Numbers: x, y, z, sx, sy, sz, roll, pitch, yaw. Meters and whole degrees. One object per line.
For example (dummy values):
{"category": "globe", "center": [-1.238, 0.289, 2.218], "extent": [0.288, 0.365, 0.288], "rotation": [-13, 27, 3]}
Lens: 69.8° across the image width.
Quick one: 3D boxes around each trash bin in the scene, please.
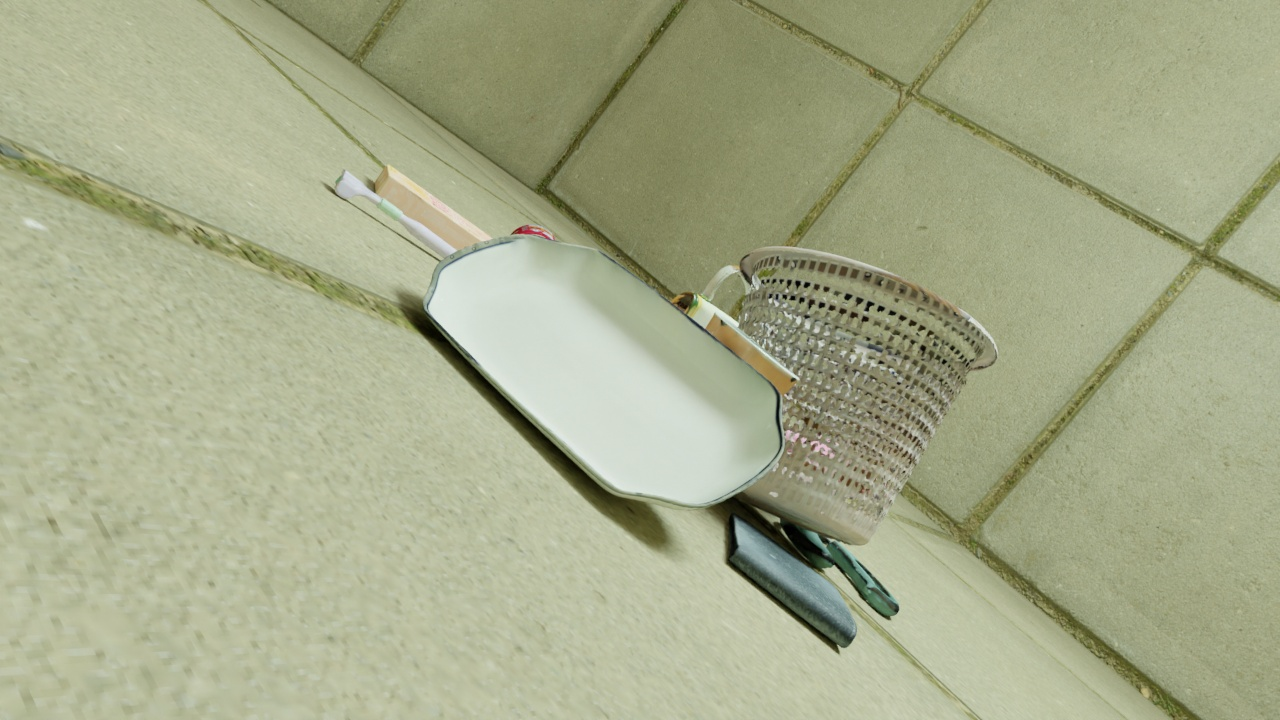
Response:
{"category": "trash bin", "center": [0.154, 0.040, 0.770], "extent": [0.227, 0.192, 0.227], "rotation": [24, -8, 3]}

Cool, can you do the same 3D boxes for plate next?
{"category": "plate", "center": [-0.028, 0.005, 0.604], "extent": [0.266, 0.034, 0.161], "rotation": [39, 44, 24]}

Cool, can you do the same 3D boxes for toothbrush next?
{"category": "toothbrush", "center": [-0.192, -0.107, 0.830], "extent": [0.189, 0.021, 0.029], "rotation": [36, 45, -33]}

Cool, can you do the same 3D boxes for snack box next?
{"category": "snack box", "center": [-0.208, -0.146, 0.973], "extent": [0.157, 0.026, 0.084], "rotation": [36, 7, -25]}

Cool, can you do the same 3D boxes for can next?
{"category": "can", "center": [-0.127, -0.123, 1.078], "extent": [0.066, 0.066, 0.093], "rotation": [37, 7, -14]}

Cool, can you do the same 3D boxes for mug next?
{"category": "mug", "center": [0.048, 0.036, 0.671], "extent": [0.078, 0.123, 0.078], "rotation": [37, 8, -6]}

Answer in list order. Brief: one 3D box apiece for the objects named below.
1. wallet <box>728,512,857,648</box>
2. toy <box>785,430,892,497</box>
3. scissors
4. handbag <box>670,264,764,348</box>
{"category": "wallet", "center": [0.103, 0.151, 0.652], "extent": [0.097, 0.019, 0.120], "rotation": [38, 5, 2]}
{"category": "toy", "center": [0.145, 0.103, 0.954], "extent": [0.194, 0.074, 0.179], "rotation": [19, -5, -36]}
{"category": "scissors", "center": [0.166, 0.169, 0.865], "extent": [0.169, 0.019, 0.177], "rotation": [33, 9, -34]}
{"category": "handbag", "center": [0.093, -0.035, 1.186], "extent": [0.163, 0.179, 0.063], "rotation": [30, 5, -42]}
